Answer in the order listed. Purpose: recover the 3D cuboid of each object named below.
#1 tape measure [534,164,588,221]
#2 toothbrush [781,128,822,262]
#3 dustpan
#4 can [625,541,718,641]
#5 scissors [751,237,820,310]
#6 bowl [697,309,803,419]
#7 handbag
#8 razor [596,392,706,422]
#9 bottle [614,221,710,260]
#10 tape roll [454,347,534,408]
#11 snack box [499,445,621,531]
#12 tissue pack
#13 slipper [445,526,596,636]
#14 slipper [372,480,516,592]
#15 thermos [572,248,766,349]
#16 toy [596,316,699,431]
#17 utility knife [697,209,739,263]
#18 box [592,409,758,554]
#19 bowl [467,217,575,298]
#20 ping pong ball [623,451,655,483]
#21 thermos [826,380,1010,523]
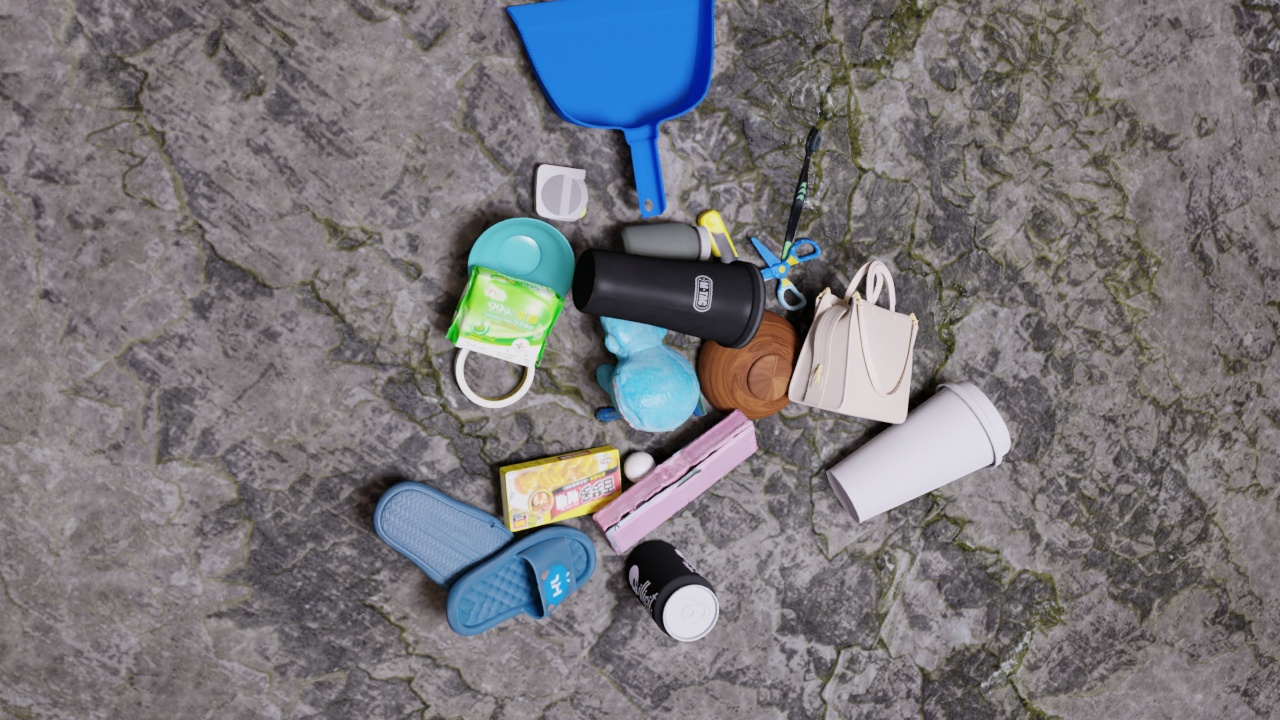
[{"bbox_3d":[-0.093,-0.199,1.085,0.064,0.017,0.065,4,98,-18],"label":"tape measure"},{"bbox_3d":[0.205,-0.205,1.179,0.014,0.017,0.188,10,98,-21],"label":"toothbrush"},{"bbox_3d":[-0.011,-0.297,1.074,0.245,0.059,0.258,-13,104,-15],"label":"dustpan"},{"bbox_3d":[0.038,0.285,1.142,0.080,0.146,0.080,-3,100,-17],"label":"can"},{"bbox_3d":[0.182,-0.111,1.184,0.125,0.016,0.125,-18,107,-21],"label":"scissors"},{"bbox_3d":[0.153,0.013,1.164,0.147,0.069,0.147,-5,107,-16],"label":"bowl"},{"bbox_3d":[0.286,-0.028,1.171,0.194,0.101,0.198,11,92,-48],"label":"handbag"},{"bbox_3d":[0.011,0.061,1.164,0.140,0.018,0.043,-7,66,-13],"label":"razor"},{"bbox_3d":[0.027,-0.137,1.111,0.108,0.060,0.060,-7,102,-16],"label":"bottle"},{"bbox_3d":[-0.174,0.009,1.095,0.094,0.019,0.094,-3,100,-17],"label":"tape roll"},{"bbox_3d":[-0.096,0.156,1.127,0.152,0.025,0.075,-9,102,-28],"label":"snack box"},{"bbox_3d":[-0.155,-0.048,1.048,0.114,0.034,0.100,16,112,-21],"label":"tissue pack"},{"bbox_3d":[-0.136,0.265,1.104,0.213,0.059,0.104,-15,111,-39],"label":"slipper"},{"bbox_3d":[-0.227,0.213,1.096,0.213,0.059,0.103,44,75,-31],"label":"slipper"},{"bbox_3d":[0.035,-0.077,1.062,0.218,0.106,0.106,7,97,-25],"label":"thermos"},{"bbox_3d":[-0.007,0.006,1.104,0.115,0.183,0.180,-33,85,32],"label":"toy"},{"bbox_3d":[0.125,-0.101,1.171,0.028,0.020,0.198,-31,109,-8],"label":"utility knife"},{"bbox_3d":[0.050,0.156,1.161,0.232,0.041,0.098,-35,146,-10],"label":"box"},{"bbox_3d":[-0.139,-0.114,1.062,0.121,0.046,0.121,-5,118,-9],"label":"bowl"},{"bbox_3d":[-0.001,0.135,1.160,0.040,0.040,0.040,-3,100,-17],"label":"ping pong ball"},{"bbox_3d":[0.369,0.129,1.238,0.222,0.131,0.131,-29,107,-3],"label":"thermos"}]
